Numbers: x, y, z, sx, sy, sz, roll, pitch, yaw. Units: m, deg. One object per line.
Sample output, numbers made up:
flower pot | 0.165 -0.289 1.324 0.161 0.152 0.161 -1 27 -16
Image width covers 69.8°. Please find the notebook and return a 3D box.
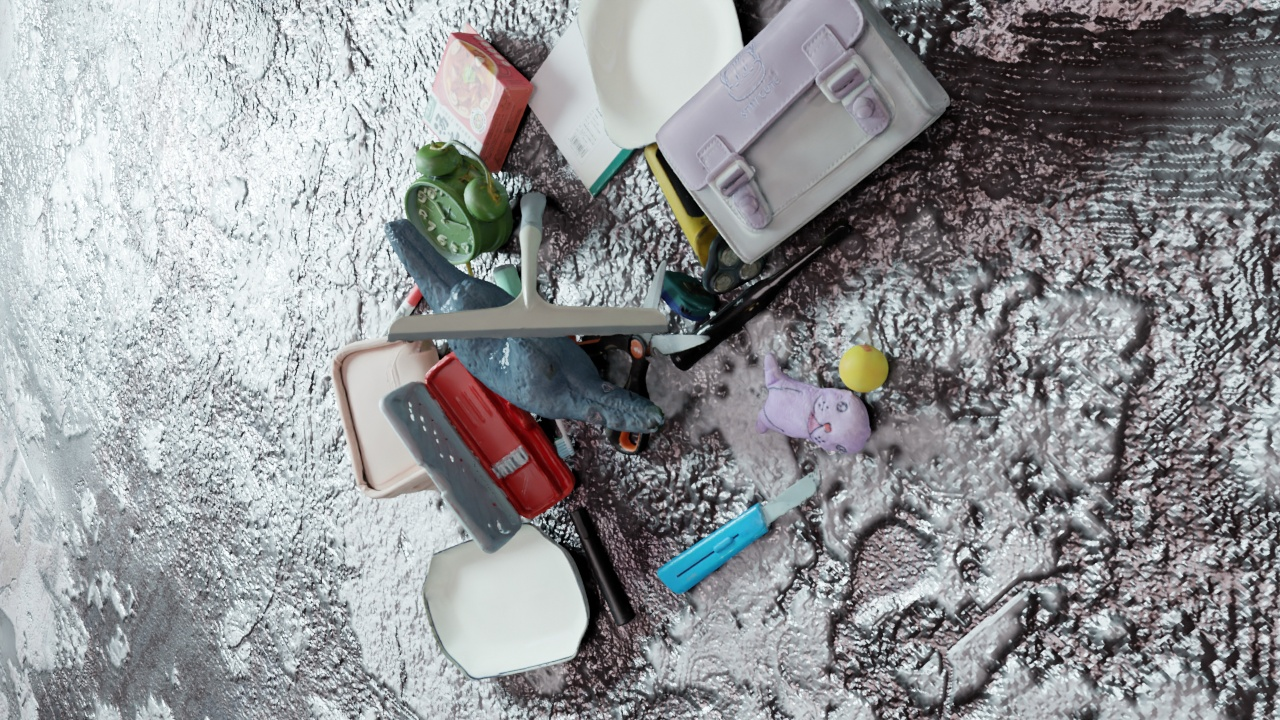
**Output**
notebook | -0.024 -0.286 0.905 0.210 0.012 0.150 -44 72 33

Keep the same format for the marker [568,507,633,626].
marker | -0.043 0.220 0.983 0.020 0.022 0.132 -23 78 -8

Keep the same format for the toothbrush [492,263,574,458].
toothbrush | -0.113 -0.001 1.002 0.027 0.026 0.224 -21 82 -1

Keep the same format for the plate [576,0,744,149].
plate | 0.024 -0.288 0.841 0.164 0.034 0.164 -14 90 37

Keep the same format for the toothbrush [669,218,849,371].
toothbrush | 0.106 -0.058 0.832 0.026 0.027 0.213 35 125 -22

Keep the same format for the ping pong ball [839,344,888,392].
ping pong ball | 0.187 0.007 0.769 0.040 0.040 0.040 6 100 36

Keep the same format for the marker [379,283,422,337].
marker | -0.303 -0.048 1.143 0.146 0.017 0.017 -47 69 31

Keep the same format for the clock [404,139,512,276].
clock | -0.195 -0.170 0.985 0.116 0.056 0.162 38 141 6

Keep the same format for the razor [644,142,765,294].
razor | 0.052 -0.140 0.842 0.062 0.068 0.167 -27 69 -4

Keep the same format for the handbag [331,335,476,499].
handbag | -0.247 0.047 1.078 0.235 0.093 0.193 -23 82 32

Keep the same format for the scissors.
scissors | -0.013 -0.004 0.898 0.231 0.021 0.221 27 125 44

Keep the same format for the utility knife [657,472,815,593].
utility knife | 0.092 0.166 0.878 0.210 0.018 0.034 -43 70 31

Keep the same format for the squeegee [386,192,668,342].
squeegee | -0.105 -0.111 0.888 0.246 0.246 0.039 -2 129 -3

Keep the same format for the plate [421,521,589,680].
plate | -0.155 0.279 1.067 0.266 0.034 0.162 -26 81 36

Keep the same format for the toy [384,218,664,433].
toy | -0.121 -0.014 0.920 0.356 0.091 0.138 35 152 20

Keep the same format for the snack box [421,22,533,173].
snack box | -0.186 -0.285 0.997 0.127 0.044 0.113 47 129 22

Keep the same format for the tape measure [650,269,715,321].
tape measure | 0.044 -0.062 0.858 0.058 0.054 0.025 53 124 30

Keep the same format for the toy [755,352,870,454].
toy | 0.151 0.043 0.800 0.108 0.038 0.084 21 125 34

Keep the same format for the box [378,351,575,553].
box | -0.172 0.091 0.972 0.112 0.099 0.201 -36 90 14

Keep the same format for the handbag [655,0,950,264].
handbag | 0.123 -0.193 0.738 0.198 0.098 0.145 -39 89 33
